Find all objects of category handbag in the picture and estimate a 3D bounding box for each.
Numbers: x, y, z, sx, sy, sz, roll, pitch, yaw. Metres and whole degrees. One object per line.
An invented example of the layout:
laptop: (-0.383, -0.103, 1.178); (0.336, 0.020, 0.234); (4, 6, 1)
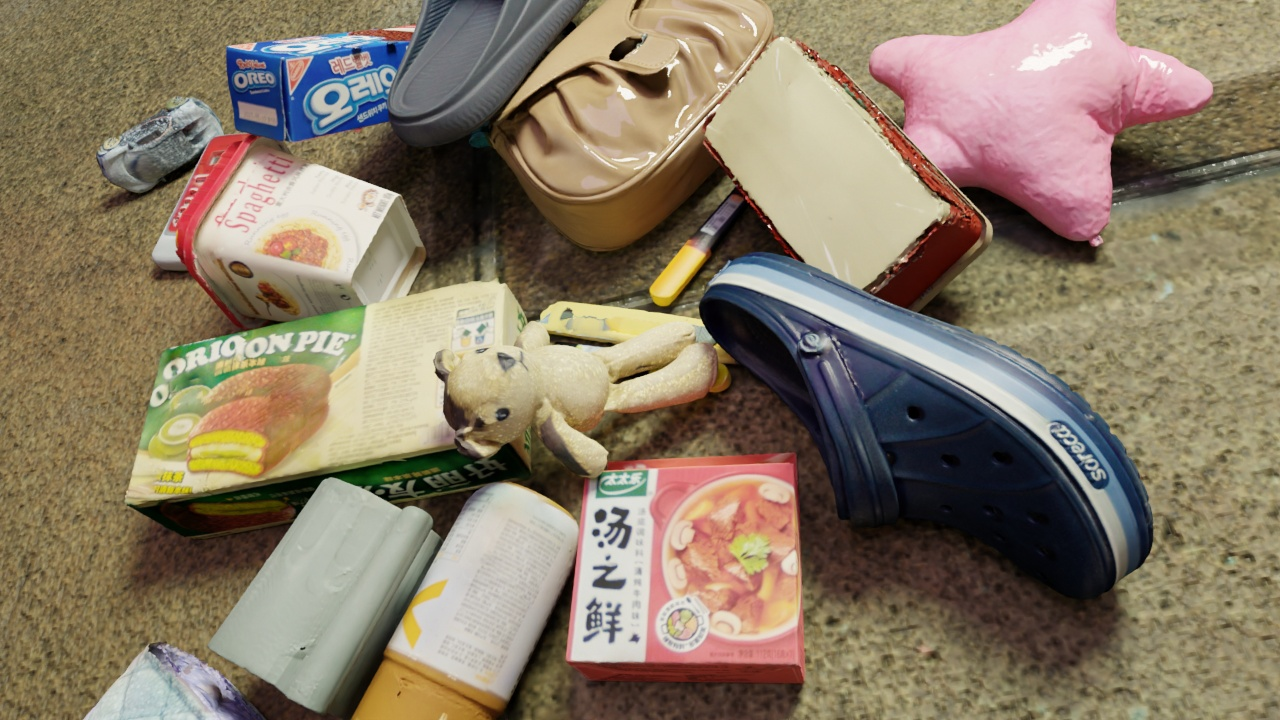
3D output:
handbag: (-0.266, 0.254, 0.451); (0.134, 0.075, 0.193); (26, 68, 33)
handbag: (-0.005, -0.181, 0.625); (0.148, 0.100, 0.204); (33, 73, 27)

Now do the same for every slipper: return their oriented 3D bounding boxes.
slipper: (0.118, 0.031, 0.453); (0.253, 0.105, 0.095); (37, 76, 31)
slipper: (-0.098, -0.262, 0.631); (0.111, 0.083, 0.267); (7, 57, 33)

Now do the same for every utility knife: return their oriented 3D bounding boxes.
utility knife: (0.004, -0.017, 0.575); (0.152, 0.018, 0.030); (6, 55, 25)

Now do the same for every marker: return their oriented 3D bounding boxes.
marker: (0.046, -0.082, 0.601); (0.018, 0.015, 0.123); (28, 68, 27)
marker: (-0.003, 0.003, 0.564); (0.124, 0.015, 0.018); (9, 69, 25)

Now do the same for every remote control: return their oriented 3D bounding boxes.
remote control: (-0.348, -0.131, 0.746); (0.056, 0.020, 0.135); (1, 59, 16)

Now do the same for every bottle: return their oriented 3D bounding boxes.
bottle: (-0.095, 0.155, 0.463); (0.068, 0.068, 0.189); (16, 65, 24)

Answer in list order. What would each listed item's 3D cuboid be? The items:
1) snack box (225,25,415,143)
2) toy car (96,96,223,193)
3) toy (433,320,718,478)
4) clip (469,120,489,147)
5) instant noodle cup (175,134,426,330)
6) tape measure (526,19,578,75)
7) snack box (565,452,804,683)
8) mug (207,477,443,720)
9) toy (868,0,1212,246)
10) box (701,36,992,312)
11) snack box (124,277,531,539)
snack box: (-0.191, -0.203, 0.657); (0.058, 0.057, 0.206); (19, 31, 25)
toy car: (-0.405, -0.180, 0.776); (0.105, 0.049, 0.031); (-34, 53, -5)
toy: (-0.031, 0.010, 0.500); (0.157, 0.066, 0.105); (-11, 60, -27)
clip: (-0.106, -0.177, 0.706); (0.055, 0.013, 0.038); (-15, 56, 8)
instant noodle cup: (-0.225, -0.078, 0.627); (0.124, 0.117, 0.116); (14, 63, 11)
tape measure: (-0.072, -0.232, 0.697); (0.066, 0.066, 0.033); (-1, 55, 17)
snack box: (0.026, 0.098, 0.476); (0.113, 0.044, 0.126); (-5, 58, 14)
mug: (-0.154, 0.123, 0.476); (0.124, 0.083, 0.103); (-19, 38, 58)
toy: (0.224, -0.142, 0.550); (0.195, 0.074, 0.178); (-23, 70, 16)
box: (0.111, -0.109, 0.533); (0.091, 0.079, 0.168); (-48, 56, 25)
snack box: (-0.188, 0.032, 0.571); (0.240, 0.063, 0.114); (-12, 56, 10)
